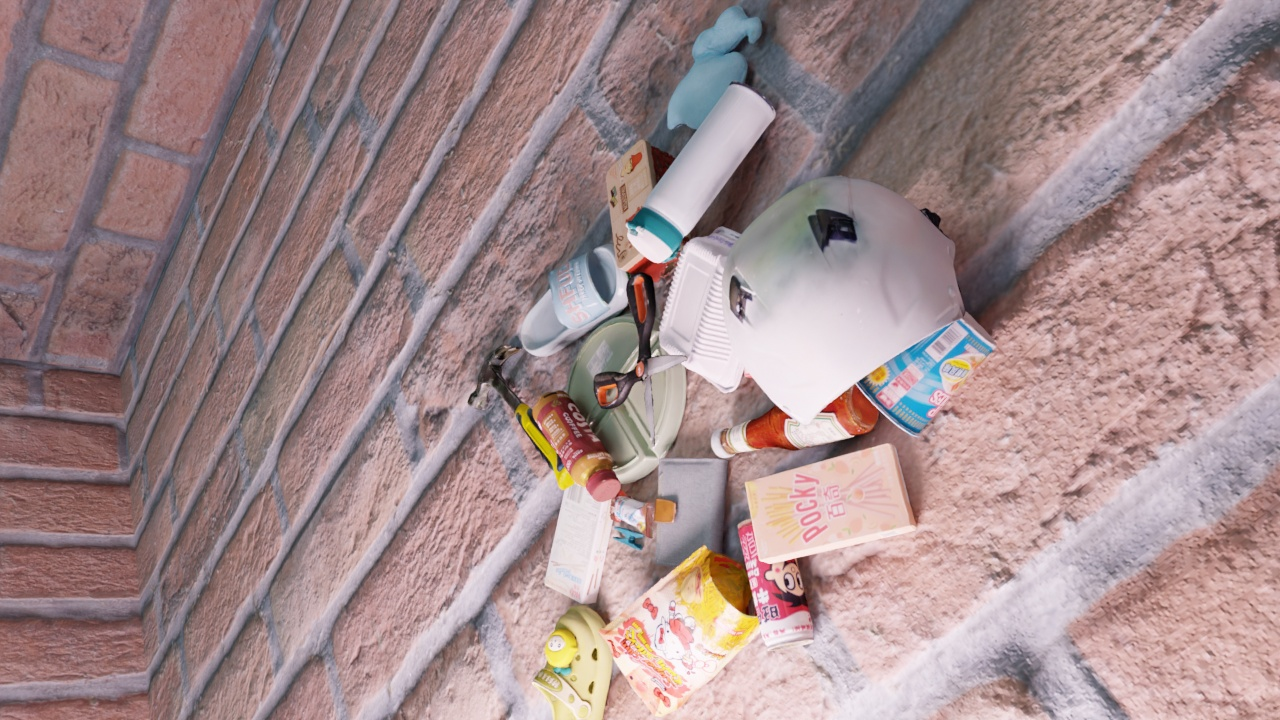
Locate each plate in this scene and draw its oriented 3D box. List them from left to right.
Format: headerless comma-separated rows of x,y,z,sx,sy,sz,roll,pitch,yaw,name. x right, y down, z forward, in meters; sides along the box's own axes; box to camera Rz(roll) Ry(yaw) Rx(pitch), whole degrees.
-0.028,0.048,1.210,0.231,0.027,0.230,-14,71,45,plate

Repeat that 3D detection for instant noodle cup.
0.078,-0.064,1.063,0.138,0.060,0.174,42,119,57,instant noodle cup
0.264,-0.001,0.851,0.110,0.099,0.099,-48,50,21,instant noodle cup

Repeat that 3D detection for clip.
-0.015,0.224,1.166,0.057,0.014,0.046,6,88,47,clip

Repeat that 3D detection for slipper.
-0.103,-0.085,1.288,0.246,0.074,0.104,-34,56,40,slipper
-0.090,0.409,1.161,0.092,0.081,0.190,1,85,46,slipper

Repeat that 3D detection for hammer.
-0.167,0.080,1.336,0.323,0.031,0.126,42,112,50,hammer

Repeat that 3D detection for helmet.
0.163,-0.083,0.862,0.230,0.146,0.258,-36,26,26,helmet

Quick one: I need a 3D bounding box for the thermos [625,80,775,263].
0.069,-0.216,1.077,0.224,0.073,0.073,-54,43,-4,thermos

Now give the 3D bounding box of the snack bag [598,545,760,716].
0.046,0.306,1.035,0.128,0.073,0.208,48,120,12,snack bag

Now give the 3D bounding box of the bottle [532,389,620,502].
-0.081,0.111,1.190,0.058,0.057,0.175,-59,45,21,bottle

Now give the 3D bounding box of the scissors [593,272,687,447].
-0.006,0.005,1.119,0.222,0.021,0.230,-43,46,51,scissors

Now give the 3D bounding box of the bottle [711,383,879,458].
0.157,0.069,0.978,0.207,0.059,0.059,-23,65,47,bottle

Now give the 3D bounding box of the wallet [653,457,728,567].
0.055,0.179,1.082,0.107,0.037,0.129,-5,77,47,wallet

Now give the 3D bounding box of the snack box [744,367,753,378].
0.149,-0.062,1.037,0.077,0.027,0.155,-16,70,46,snack box

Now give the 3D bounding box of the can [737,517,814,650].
0.142,0.231,0.960,0.053,0.053,0.132,-32,59,40,can

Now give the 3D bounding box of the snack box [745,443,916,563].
0.186,0.144,0.915,0.157,0.026,0.084,-19,65,23,snack box

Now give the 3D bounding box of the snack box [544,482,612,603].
-0.079,0.236,1.225,0.085,0.026,0.157,12,90,48,snack box

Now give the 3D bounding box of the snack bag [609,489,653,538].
-0.011,0.190,1.149,0.104,0.026,0.048,-167,77,-65,snack bag

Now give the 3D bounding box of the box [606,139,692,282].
0.017,-0.191,1.186,0.092,0.077,0.168,-35,51,39,box

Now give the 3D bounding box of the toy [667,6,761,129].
0.092,-0.358,1.151,0.162,0.049,0.156,-31,52,31,toy
